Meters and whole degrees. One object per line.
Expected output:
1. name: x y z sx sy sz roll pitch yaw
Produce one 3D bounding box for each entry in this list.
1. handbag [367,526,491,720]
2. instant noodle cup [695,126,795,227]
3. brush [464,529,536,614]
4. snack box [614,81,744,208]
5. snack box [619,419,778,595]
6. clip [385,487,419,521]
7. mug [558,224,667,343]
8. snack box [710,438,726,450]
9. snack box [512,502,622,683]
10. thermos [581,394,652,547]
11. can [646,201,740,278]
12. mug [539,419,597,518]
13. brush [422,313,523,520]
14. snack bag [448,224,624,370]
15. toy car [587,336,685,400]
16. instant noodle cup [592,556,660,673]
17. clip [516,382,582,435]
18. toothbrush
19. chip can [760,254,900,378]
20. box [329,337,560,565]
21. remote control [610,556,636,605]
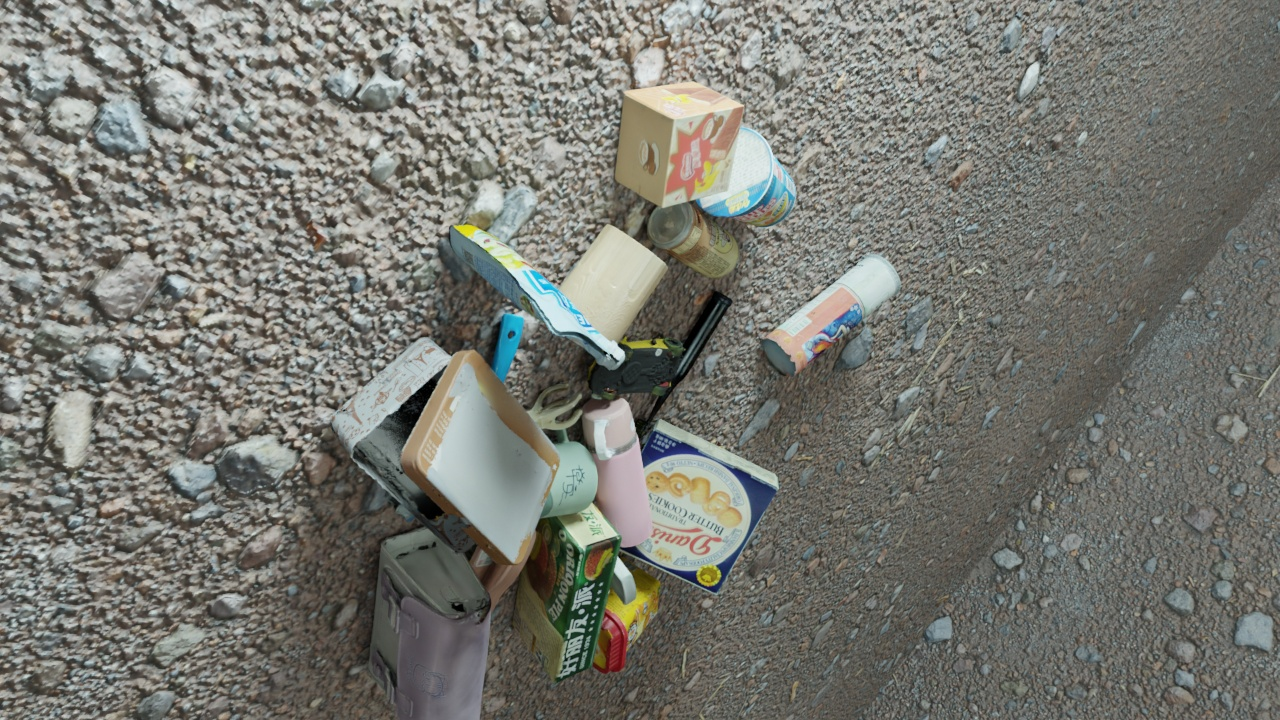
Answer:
1. handbag: -0.231 0.302 1.006 0.098 0.145 0.197 -17 131 -42
2. instant noodle cup: 0.122 -0.194 1.015 0.109 0.099 0.099 12 111 -59
3. brush: -0.173 0.235 1.073 0.063 0.073 0.146 7 117 -51
4. snack box: 0.037 -0.216 0.911 0.094 0.077 0.093 -20 134 -35
5. snack box: 0.063 0.196 1.219 0.045 0.178 0.183 -70 -174 -74
6. clip: -0.247 0.155 0.969 0.024 0.028 0.056 -42 153 -11
7. mug: -0.029 -0.074 0.970 0.103 0.084 0.124 -54 168 1
8. snack box: 0.104 0.197 1.312 0.117 0.105 0.118 -37 141 -18
9. snack box: -0.098 0.281 1.156 0.063 0.114 0.241 -13 128 -35
10. thermos: -0.030 0.140 1.117 0.067 0.087 0.199 -3 123 8
11. can: 0.060 -0.134 1.021 0.116 0.058 0.058 24 102 -53
12. mug: -0.114 0.123 1.044 0.106 0.082 0.111 2 89 -47
13. brush: -0.169 0.070 0.965 0.083 0.046 0.255 6 111 -42
14. snack bag: -0.092 -0.057 0.811 0.039 0.191 0.110 -48 144 -3
15. toy car: -0.006 0.006 1.083 0.155 0.041 0.071 -6 124 -47
16. instant noodle cup: -0.040 0.353 1.295 0.123 0.116 0.116 -34 142 -41
17. clip: -0.117 0.058 1.027 0.103 0.076 0.035 -21 136 -21
18. toothbrush: 0.050 0.008 1.162 0.027 0.026 0.213 28 101 -19
19. chip can: 0.268 -0.064 1.296 0.214 0.071 0.071 -37 141 -18
20. box: -0.161 0.092 0.856 0.148 0.158 0.181 -43 127 -11
21. remote control: -0.048 0.247 1.164 0.019 0.135 0.056 -26 136 -21
